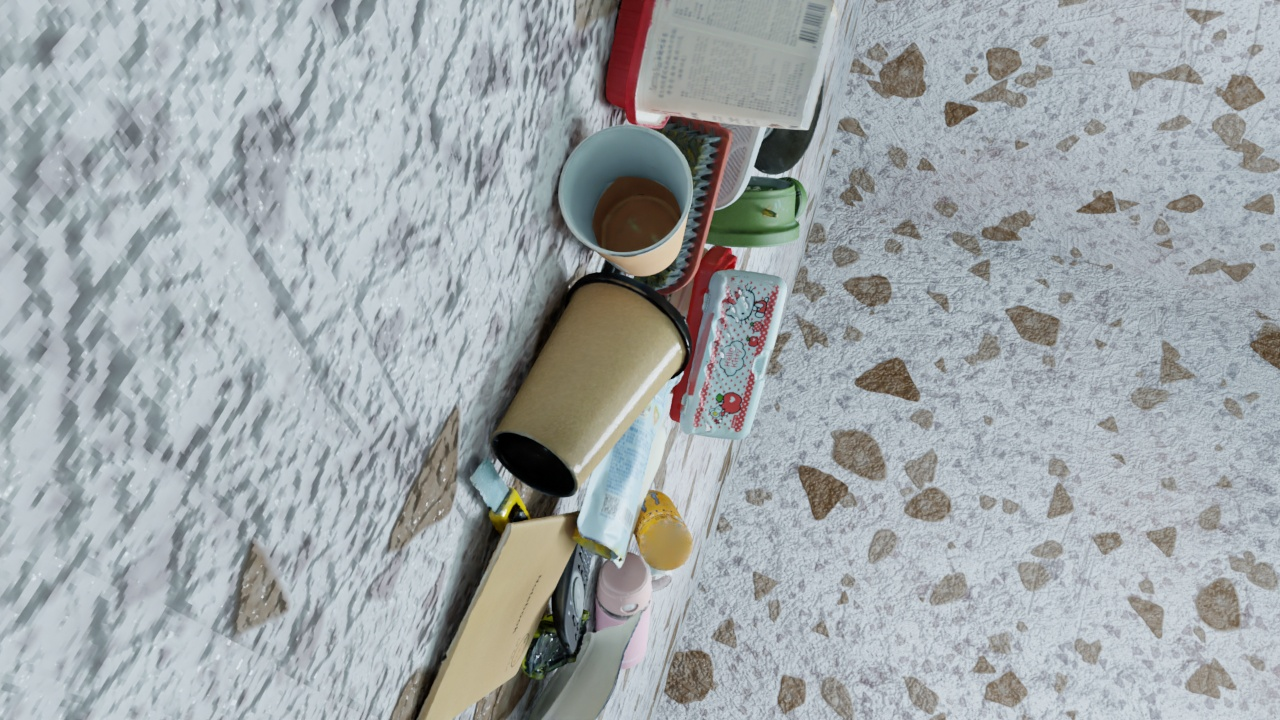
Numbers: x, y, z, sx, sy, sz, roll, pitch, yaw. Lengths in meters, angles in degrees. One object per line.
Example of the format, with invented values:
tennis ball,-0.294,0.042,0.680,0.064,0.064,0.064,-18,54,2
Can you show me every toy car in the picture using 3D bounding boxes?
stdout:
toy car,-0.079,0.246,0.812,0.105,0.032,0.048,9,98,-68

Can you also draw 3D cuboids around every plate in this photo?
plate,-0.065,0.313,0.866,0.165,0.034,0.163,-54,-179,25
plate,-0.013,0.124,0.949,0.164,0.034,0.163,82,26,-65
plate,0.112,-0.260,0.842,0.180,0.024,0.179,170,-90,-71

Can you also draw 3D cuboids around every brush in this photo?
brush,0.031,-0.122,0.739,0.069,0.063,0.146,-30,138,-55

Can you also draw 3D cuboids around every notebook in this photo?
notebook,-0.091,0.177,0.654,0.148,0.008,0.207,-65,168,-2

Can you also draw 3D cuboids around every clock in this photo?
clock,0.113,-0.161,0.963,0.160,0.116,0.056,-45,139,-63

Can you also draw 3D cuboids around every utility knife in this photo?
utility knife,-0.085,0.109,0.612,0.223,0.015,0.033,84,25,-64

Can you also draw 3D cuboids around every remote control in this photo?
remote control,-0.061,0.192,0.796,0.136,0.024,0.053,-81,165,-55

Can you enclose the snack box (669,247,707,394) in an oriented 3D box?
snack box,0.044,-0.044,1.018,0.084,0.026,0.157,41,65,-78

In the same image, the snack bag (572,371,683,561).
snack bag,-0.006,0.064,0.749,0.110,0.039,0.190,48,54,-57

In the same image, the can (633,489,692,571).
can,0.020,0.191,1.049,0.146,0.058,0.058,-140,-115,-82

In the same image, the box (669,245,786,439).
box,0.096,-0.012,0.985,0.095,0.101,0.202,-52,156,-57

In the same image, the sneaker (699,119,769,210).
sneaker,0.088,-0.249,0.775,0.090,0.089,0.242,-49,154,-69

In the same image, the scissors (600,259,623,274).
scissors,-0.038,-0.004,0.707,0.159,0.014,0.181,-29,137,-72

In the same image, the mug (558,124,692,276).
mug,-0.004,-0.092,0.589,0.123,0.078,0.078,50,57,-83

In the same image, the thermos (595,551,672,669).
thermos,-0.011,0.294,1.083,0.199,0.087,0.067,95,-18,-49

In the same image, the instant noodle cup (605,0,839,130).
instant noodle cup,0.055,-0.198,0.586,0.116,0.124,0.117,-40,145,-70

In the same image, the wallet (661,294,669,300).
wallet,-0.005,0.005,0.837,0.101,0.032,0.124,85,24,-68

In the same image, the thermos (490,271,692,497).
thermos,-0.030,0.013,0.580,0.142,0.093,0.093,-57,162,-34
